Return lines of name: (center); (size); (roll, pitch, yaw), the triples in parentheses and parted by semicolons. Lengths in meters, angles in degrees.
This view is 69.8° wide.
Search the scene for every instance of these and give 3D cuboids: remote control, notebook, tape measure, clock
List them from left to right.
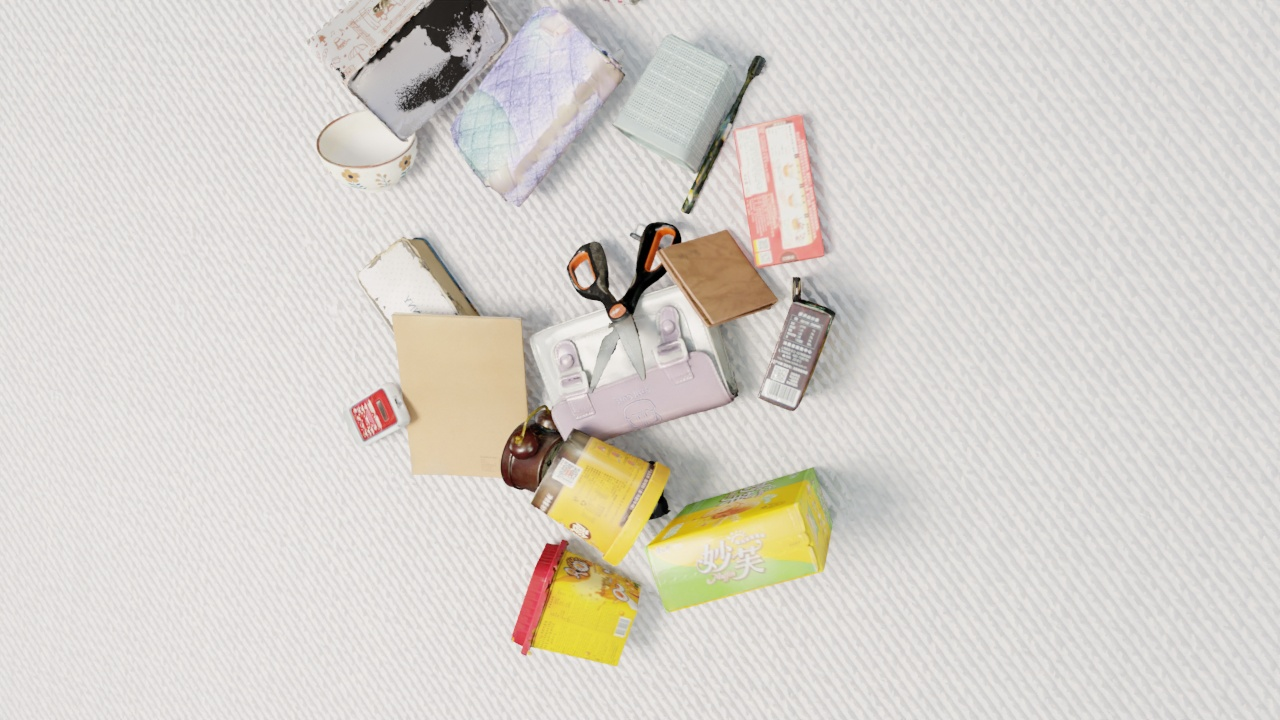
remote control: (-0.320, 0.067, 1.105); (0.136, 0.020, 0.056); (-23, 92, 48)
notebook: (-0.204, 0.046, 1.064); (0.149, 0.012, 0.212); (3, 116, 6)
clock: (-0.116, 0.103, 1.044); (0.055, 0.081, 0.122); (18, 129, 28)
tape measure: (-0.006, 0.154, 1.056); (0.066, 0.033, 0.065); (-18, 88, 15)

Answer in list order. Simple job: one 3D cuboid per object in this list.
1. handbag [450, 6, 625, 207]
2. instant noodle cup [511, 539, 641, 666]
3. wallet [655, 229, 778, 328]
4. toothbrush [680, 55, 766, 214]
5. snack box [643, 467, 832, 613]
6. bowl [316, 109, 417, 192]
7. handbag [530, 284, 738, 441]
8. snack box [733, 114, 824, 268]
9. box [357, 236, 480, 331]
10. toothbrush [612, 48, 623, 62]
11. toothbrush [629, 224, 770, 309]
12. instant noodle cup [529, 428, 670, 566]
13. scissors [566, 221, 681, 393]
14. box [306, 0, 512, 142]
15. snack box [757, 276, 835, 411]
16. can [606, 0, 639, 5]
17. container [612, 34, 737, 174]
handbag: (-0.115, -0.280, 1.013); (0.194, 0.075, 0.134); (-48, 53, 15)
instant noodle cup: (-0.070, 0.283, 1.050); (0.123, 0.116, 0.116); (19, 100, 1)
wallet: (0.082, -0.087, 0.969); (0.101, 0.115, 0.020); (55, 135, 13)
toothbrush: (0.090, -0.245, 1.004); (0.012, 0.017, 0.186); (21, 103, -25)
snack box: (0.107, 0.178, 0.936); (0.158, 0.209, 0.070); (-19, 88, 14)
bowl: (-0.317, -0.239, 1.080); (0.113, 0.113, 0.062); (17, 142, 13)
handbag: (-0.006, 0.006, 1.015); (0.197, 0.098, 0.145); (-18, 95, 16)
snack box: (0.150, -0.181, 0.989); (0.075, 0.025, 0.153); (-9, 93, 15)
box: (-0.258, -0.065, 1.093); (0.090, 0.059, 0.184); (-35, 83, 14)
toothbrush: (-0.081, -0.285, 1.048); (0.016, 0.016, 0.180); (46, 105, 13)
toothbrush: (0.067, -0.103, 1.023); (0.181, 0.015, 0.018); (31, 93, 11)
instant noodle cup: (-0.045, 0.139, 0.976); (0.114, 0.118, 0.118); (30, 102, -1)
scissors: (-0.015, -0.069, 0.966); (0.210, 0.022, 0.222); (-40, 45, -6)
box: (-0.272, -0.378, 1.017); (0.183, 0.156, 0.193); (-43, 69, 0)
snack box: (0.164, -0.019, 0.953); (0.053, 0.113, 0.126); (22, 100, 11)
can: (-0.063, -0.431, 1.009); (0.133, 0.053, 0.053); (18, 99, 13)
container: (0.041, -0.274, 0.979); (0.090, 0.090, 0.111); (30, 98, 11)
